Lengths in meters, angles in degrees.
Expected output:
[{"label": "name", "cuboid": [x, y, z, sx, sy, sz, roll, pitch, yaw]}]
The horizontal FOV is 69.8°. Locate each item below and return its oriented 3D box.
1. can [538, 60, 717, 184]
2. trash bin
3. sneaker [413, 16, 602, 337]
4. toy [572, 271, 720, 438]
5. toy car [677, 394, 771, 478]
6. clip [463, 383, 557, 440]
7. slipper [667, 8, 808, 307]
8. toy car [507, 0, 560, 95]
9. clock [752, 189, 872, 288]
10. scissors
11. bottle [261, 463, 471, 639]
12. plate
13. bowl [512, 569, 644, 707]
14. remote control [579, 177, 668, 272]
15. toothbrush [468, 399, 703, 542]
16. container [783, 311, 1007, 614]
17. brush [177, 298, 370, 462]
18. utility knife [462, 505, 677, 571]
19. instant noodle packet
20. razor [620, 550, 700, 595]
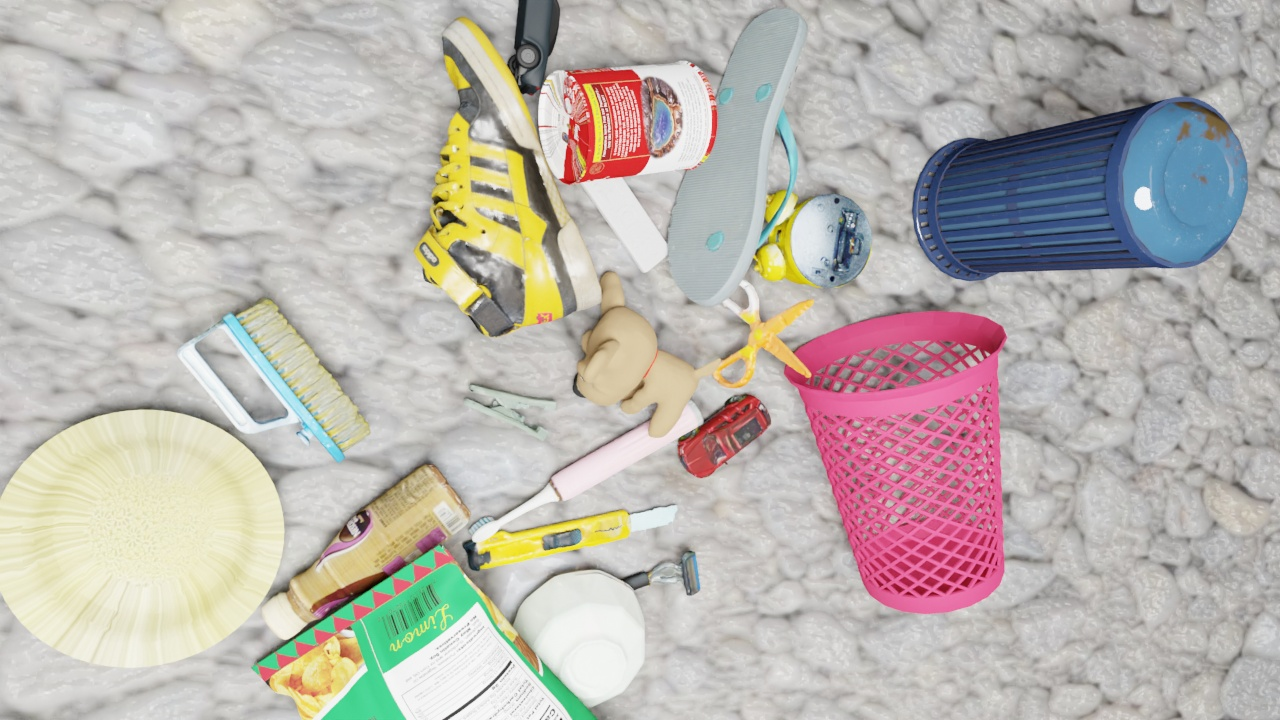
[{"label": "can", "cuboid": [-0.010, -0.189, 0.730, 0.116, 0.087, 0.086, -14, 99, -28]}, {"label": "trash bin", "cuboid": [0.370, -0.140, 0.792, 0.139, 0.250, 0.139, -2, 94, -20]}, {"label": "sneaker", "cuboid": [-0.129, -0.129, 0.703, 0.122, 0.086, 0.238, -27, 100, -14]}, {"label": "toy", "cuboid": [-0.004, 0.005, 0.758, 0.108, 0.133, 0.106, 33, 124, -20]}, {"label": "toy car", "cuboid": [0.075, 0.069, 0.820, 0.091, 0.036, 0.042, -35, 105, -8]}, {"label": "clip", "cuboid": [-0.104, 0.032, 0.759, 0.078, 0.023, 0.050, 36, 80, -20]}, {"label": "slipper", "cuboid": [0.087, -0.168, 0.785, 0.054, 0.098, 0.268, 23, 77, -44]}, {"label": "toy car", "cuboid": [-0.082, -0.269, 0.730, 0.034, 0.046, 0.112, 5, 94, -19]}, {"label": "clock", "cuboid": [0.148, -0.107, 0.818, 0.118, 0.057, 0.083, 8, 92, -20]}, {"label": "scissors", "cuboid": [0.101, -0.027, 0.791, 0.011, 0.126, 0.128, -3, 65, -45]}, {"label": "bottle", "cuboid": [-0.213, 0.150, 0.709, 0.166, 0.060, 0.059, -37, 105, -13]}, {"label": "plate", "cuboid": [-0.358, 0.126, 0.667, 0.184, 0.036, 0.184, -2, 95, -19]}, {"label": "bowl", "cuboid": [-0.046, 0.240, 0.762, 0.117, 0.061, 0.117, -5, 108, -16]}, {"label": "remote control", "cuboid": [-0.023, -0.135, 0.778, 0.033, 0.012, 0.131, -42, 106, -21]}, {"label": "toothbrush", "cuboid": [-0.045, 0.094, 0.782, 0.222, 0.026, 0.027, -28, 122, -15]}, {"label": "container", "cuboid": [0.241, 0.094, 0.816, 0.183, 0.183, 0.226, -21, 108, -17]}, {"label": "brush", "cuboid": [-0.268, 0.025, 0.681, 0.075, 0.055, 0.136, -39, 106, -18]}, {"label": "utility knife", "cuboid": [-0.056, 0.148, 0.790, 0.190, 0.018, 0.030, -9, 106, -22]}, {"label": "instant noodle packet", "cuboid": [-0.145, 0.279, 0.708, 0.196, 0.090, 0.253, -34, 105, 15]}, {"label": "razor", "cuboid": [-0.018, 0.200, 0.804, 0.144, 0.022, 0.043, -13, 109, -13]}]
